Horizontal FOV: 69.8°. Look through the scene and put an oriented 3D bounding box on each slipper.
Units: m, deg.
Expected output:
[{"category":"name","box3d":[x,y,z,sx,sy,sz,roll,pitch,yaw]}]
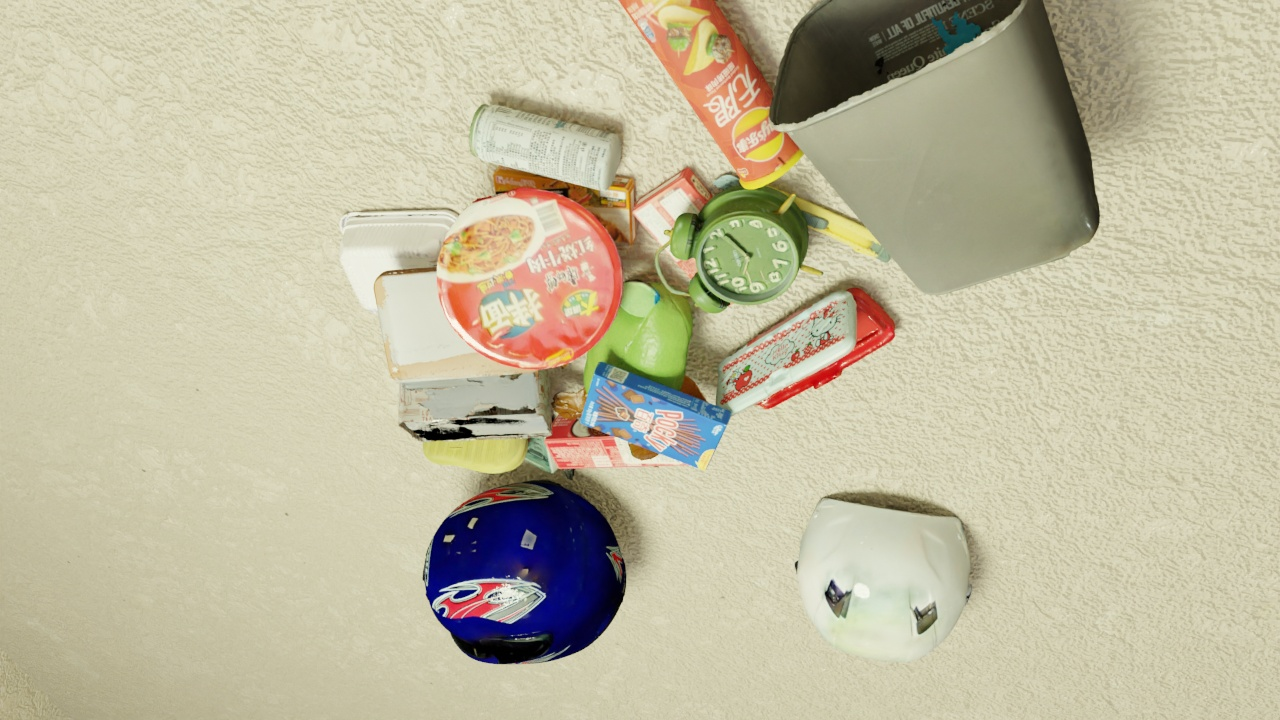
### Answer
[{"category":"slipper","box3d":[-0.219,0.112,1.273,0.191,0.091,0.081,0,164,37]}]

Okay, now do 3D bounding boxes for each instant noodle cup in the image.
[{"category":"instant noodle cup","box3d":[-0.281,-0.109,1.105,0.174,0.060,0.138,1,131,19]},{"category":"instant noodle cup","box3d":[-0.115,-0.091,0.974,0.194,0.065,0.194,0,110,-1]}]

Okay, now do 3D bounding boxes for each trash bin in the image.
[{"category":"trash bin","box3d":[0.248,-0.192,0.734,0.200,0.198,0.220,-18,129,36]}]

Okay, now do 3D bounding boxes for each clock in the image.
[{"category":"clock","box3d":[0.093,-0.107,0.920,0.161,0.056,0.116,-14,120,21]}]

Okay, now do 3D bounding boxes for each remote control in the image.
[{"category":"remote control","box3d":[-0.145,0.096,1.254,0.056,0.019,0.135,23,139,28]}]

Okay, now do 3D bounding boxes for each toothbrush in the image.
[{"category":"toothbrush","box3d":[-0.120,0.095,1.256,0.014,0.016,0.190,-4,128,15]}]

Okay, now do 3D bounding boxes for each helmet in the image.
[{"category":"helmet","box3d":[0.308,0.306,1.184,0.229,0.145,0.259,11,134,13]},{"category":"helmet","box3d":[-0.187,0.300,1.302,0.316,0.246,0.240,-21,139,26]}]

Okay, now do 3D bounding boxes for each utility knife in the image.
[{"category":"utility knife","box3d":[0.165,-0.147,0.923,0.195,0.020,0.031,26,129,4]}]

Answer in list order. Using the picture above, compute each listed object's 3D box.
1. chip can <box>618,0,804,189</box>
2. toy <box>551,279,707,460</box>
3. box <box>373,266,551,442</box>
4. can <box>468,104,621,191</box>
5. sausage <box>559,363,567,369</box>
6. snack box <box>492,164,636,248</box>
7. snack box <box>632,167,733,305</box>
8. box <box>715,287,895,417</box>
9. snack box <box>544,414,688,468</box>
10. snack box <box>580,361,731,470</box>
[{"category":"chip can","box3d":[0.066,-0.258,0.818,0.073,0.073,0.216,-20,120,35]},{"category":"toy","box3d":[-0.006,0.006,1.073,0.227,0.089,0.247,35,130,12]},{"category":"box","box3d":[-0.202,0.008,1.087,0.179,0.130,0.273,-3,137,0]},{"category":"can","box3d":[-0.096,-0.216,0.930,0.147,0.058,0.058,15,134,8]},{"category":"sausage","box3d":[-0.104,-0.051,1.111,0.021,0.021,0.165,9,133,14]},{"category":"snack box","box3d":[-0.081,-0.167,0.991,0.154,0.026,0.075,10,133,14]},{"category":"snack box","box3d":[0.068,-0.125,0.970,0.075,0.025,0.153,-27,117,37]},{"category":"box","box3d":[0.171,0.008,0.998,0.095,0.101,0.202,41,133,-16]},{"category":"snack box","box3d":[-0.019,0.102,1.193,0.208,0.057,0.058,-4,126,26]},{"category":"snack box","box3d":[0.015,0.063,1.030,0.157,0.026,0.085,21,134,2]}]
